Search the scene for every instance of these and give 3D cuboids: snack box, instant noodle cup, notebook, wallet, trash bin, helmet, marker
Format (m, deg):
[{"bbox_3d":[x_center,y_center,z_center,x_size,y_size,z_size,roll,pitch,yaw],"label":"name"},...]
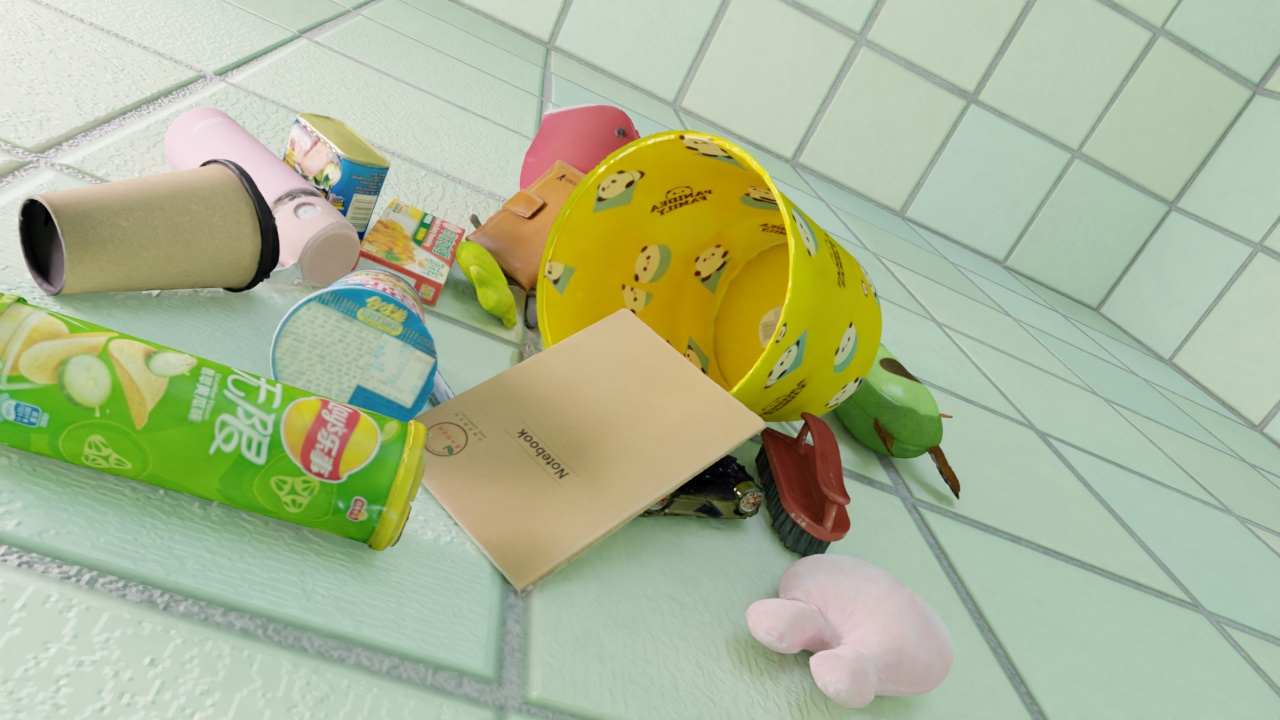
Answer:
[{"bbox_3d":[-0.210,-0.102,0.844,0.077,0.027,0.155,23,22,-14],"label":"snack box"},{"bbox_3d":[-0.182,-0.015,0.603,0.099,0.099,0.110,21,15,-17],"label":"instant noodle cup"},{"bbox_3d":[-0.039,0.047,0.603,0.207,0.008,0.148,-29,55,-32],"label":"notebook"},{"bbox_3d":[-0.097,-0.135,0.896,0.119,0.130,0.035,37,-16,35],"label":"wallet"},{"bbox_3d":[0.079,-0.048,0.795,0.229,0.230,0.255,42,16,31],"label":"trash bin"},{"bbox_3d":[-0.037,-0.170,1.041,0.240,0.143,0.207,35,-9,-30],"label":"helmet"},{"bbox_3d":[-0.141,0.025,0.652,0.016,0.017,0.146,6,30,-43],"label":"marker"}]

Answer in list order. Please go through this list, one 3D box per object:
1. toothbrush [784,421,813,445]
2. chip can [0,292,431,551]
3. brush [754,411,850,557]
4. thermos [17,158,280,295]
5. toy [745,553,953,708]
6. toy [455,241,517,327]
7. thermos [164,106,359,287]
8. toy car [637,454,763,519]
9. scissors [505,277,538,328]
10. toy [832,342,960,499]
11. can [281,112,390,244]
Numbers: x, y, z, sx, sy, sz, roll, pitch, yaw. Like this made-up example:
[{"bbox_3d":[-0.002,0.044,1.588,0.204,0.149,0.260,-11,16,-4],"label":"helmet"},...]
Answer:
[{"bbox_3d":[0.134,0.048,0.927,0.016,0.016,0.180,1,34,-38],"label":"toothbrush"},{"bbox_3d":[-0.222,0.033,0.460,0.221,0.073,0.072,20,23,-18],"label":"chip can"},{"bbox_3d":[0.136,0.097,0.743,0.063,0.069,0.145,23,22,-10],"label":"brush"},{"bbox_3d":[-0.316,-0.083,0.602,0.093,0.093,0.143,37,32,22],"label":"thermos"},{"bbox_3d":[0.133,0.172,0.591,0.121,0.054,0.159,34,20,34],"label":"toy"},{"bbox_3d":[-0.139,-0.073,0.829,0.100,0.031,0.097,56,-1,22],"label":"toy"},{"bbox_3d":[-0.314,-0.128,0.742,0.087,0.067,0.198,-35,61,-31],"label":"thermos"},{"bbox_3d":[0.024,0.086,0.673,0.158,0.042,0.070,10,28,-36],"label":"toy car"},{"bbox_3d":[-0.113,-0.086,0.897,0.144,0.019,0.179,-5,47,11],"label":"scissors"},{"bbox_3d":[0.258,0.039,0.994,0.226,0.090,0.246,23,24,-28],"label":"toy"},{"bbox_3d":[-0.278,-0.162,0.821,0.102,0.083,0.057,39,24,27],"label":"can"}]
